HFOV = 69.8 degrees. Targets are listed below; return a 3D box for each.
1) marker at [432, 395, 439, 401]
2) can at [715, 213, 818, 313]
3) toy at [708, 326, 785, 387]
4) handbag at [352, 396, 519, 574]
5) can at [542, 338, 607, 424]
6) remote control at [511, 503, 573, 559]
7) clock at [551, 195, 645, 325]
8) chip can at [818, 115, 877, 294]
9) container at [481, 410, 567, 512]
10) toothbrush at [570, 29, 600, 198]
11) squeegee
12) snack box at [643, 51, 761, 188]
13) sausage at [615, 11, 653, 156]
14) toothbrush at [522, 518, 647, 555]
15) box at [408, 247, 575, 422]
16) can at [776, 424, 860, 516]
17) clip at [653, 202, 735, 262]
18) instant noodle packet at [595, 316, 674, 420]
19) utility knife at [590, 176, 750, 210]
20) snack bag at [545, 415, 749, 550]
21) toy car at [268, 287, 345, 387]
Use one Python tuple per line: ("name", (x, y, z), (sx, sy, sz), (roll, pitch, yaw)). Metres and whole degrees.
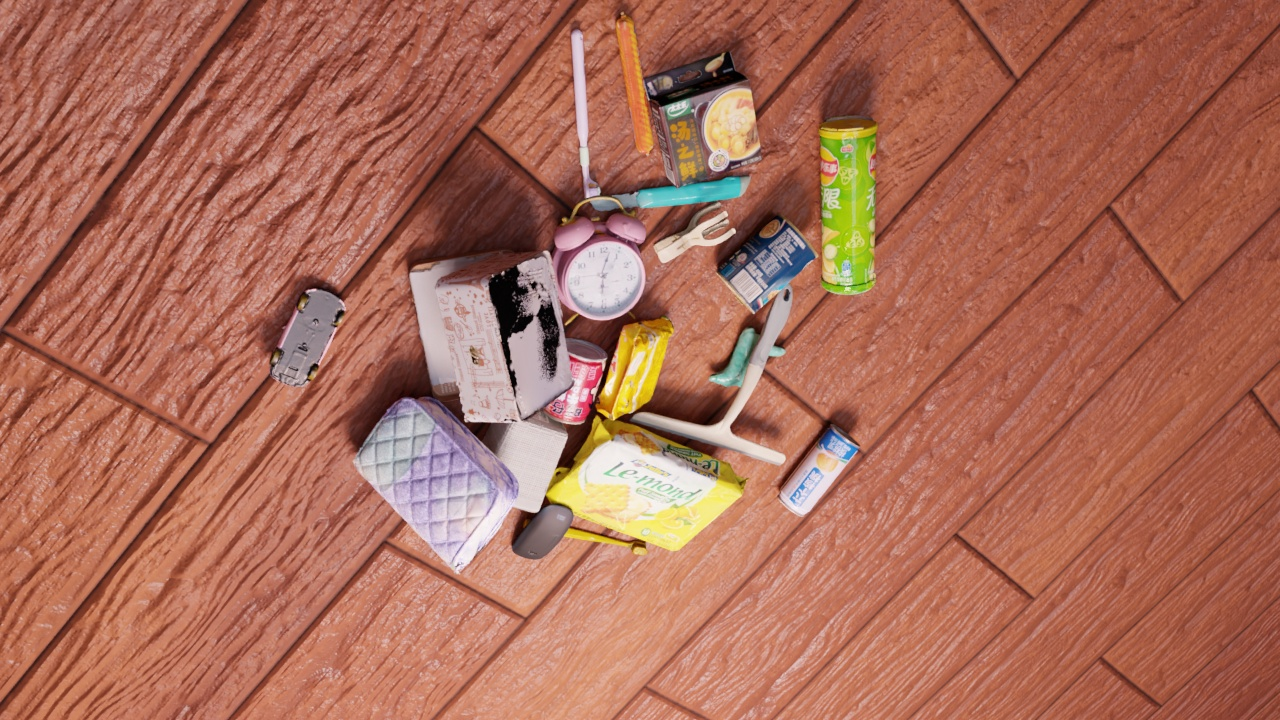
("marker", (-0.202, 0.035, 1.164), (0.123, 0.015, 0.018), (-10, 114, -11))
("can", (0.158, -0.122, 1.164), (0.111, 0.075, 0.075), (-42, 118, 5))
("toy", (0.148, -0.003, 1.242), (0.096, 0.030, 0.092), (10, 113, -24))
("handbag", (-0.245, 0.143, 1.111), (0.134, 0.194, 0.075), (-51, 162, 11))
("can", (-0.086, 0.027, 1.165), (0.066, 0.066, 0.094), (11, 110, -21))
("remote control", (-0.134, 0.238, 1.241), (0.053, 0.024, 0.137), (21, 132, -18))
("clock", (-0.049, -0.123, 1.112), (0.117, 0.060, 0.159), (-6, 113, -14))
("chip can", (0.263, -0.192, 1.165), (0.072, 0.072, 0.221), (-12, 117, -11))
("container", (-0.154, 0.117, 1.175), (0.090, 0.090, 0.114), (20, 104, -24))
("toothbrush", (-0.065, -0.282, 1.058), (0.021, 0.029, 0.189), (6, 116, 22))
("squeegee", (0.146, 0.013, 1.208), (0.246, 0.039, 0.247), (19, 105, -24))
("snack box", (0.075, -0.283, 1.085), (0.113, 0.053, 0.126), (-20, 123, -7))
("sausage", (-0.006, -0.316, 1.058), (0.021, 0.021, 0.165), (-15, 117, -9))
("toothbrush", (-0.075, 0.251, 1.298), (0.190, 0.016, 0.016), (17, 107, -22))
("box", (-0.191, -0.035, 1.085), (0.178, 0.152, 0.182), (0, 109, 27))
("can", (0.258, 0.161, 1.333), (0.053, 0.053, 0.135), (30, 102, -26))
("clip", (0.071, -0.152, 1.129), (0.104, 0.083, 0.035), (-34, 119, -12))
("instant noodle packet", (-0.007, 0.007, 1.168), (0.044, 0.110, 0.129), (27, 111, 20))
("utility knife", (0.039, -0.204, 1.126), (0.207, 0.013, 0.029), (-9, 118, -15))
("snack bag", (0.004, 0.164, 1.233), (0.246, 0.068, 0.158), (25, 126, -26))
("toy car", (-0.389, -0.027, 1.071), (0.056, 0.037, 0.122), (26, 92, -28))
